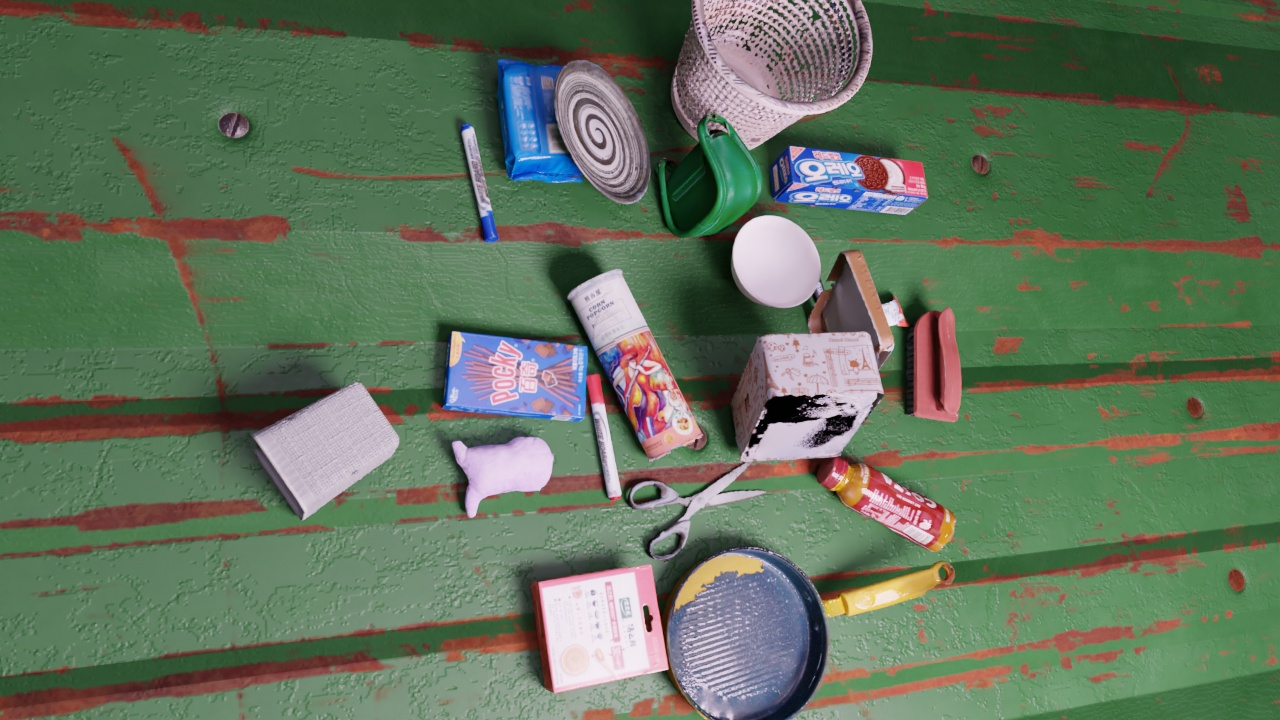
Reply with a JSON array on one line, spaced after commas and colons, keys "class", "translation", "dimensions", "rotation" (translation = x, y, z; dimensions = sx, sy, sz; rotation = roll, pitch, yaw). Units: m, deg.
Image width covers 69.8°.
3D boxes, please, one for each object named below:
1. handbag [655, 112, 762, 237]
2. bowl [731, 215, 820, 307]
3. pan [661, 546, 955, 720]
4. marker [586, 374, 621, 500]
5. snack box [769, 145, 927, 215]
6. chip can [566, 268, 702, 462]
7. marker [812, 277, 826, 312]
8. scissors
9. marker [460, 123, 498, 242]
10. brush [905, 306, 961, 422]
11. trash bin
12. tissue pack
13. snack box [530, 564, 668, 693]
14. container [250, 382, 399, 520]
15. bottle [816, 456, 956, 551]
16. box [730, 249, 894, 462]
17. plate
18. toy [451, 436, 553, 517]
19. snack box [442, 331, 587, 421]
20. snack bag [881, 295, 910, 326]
[{"class": "handbag", "translation": [0.075, -0.216, 1.105], "dimensions": [0.067, 0.132, 0.120], "rotation": [-17, 78, -31]}, {"class": "bowl", "translation": [0.156, -0.113, 1.139], "dimensions": [0.118, 0.065, 0.118], "rotation": [5, 74, -18]}, {"class": "pan", "translation": [0.194, 0.289, 1.040], "dimensions": [0.356, 0.078, 0.197], "rotation": [-12, 81, -21]}, {"class": "marker", "translation": [-0.042, 0.087, 1.046], "dimensions": [0.017, 0.017, 0.145], "rotation": [-7, 78, -20]}, {"class": "snack box", "translation": [0.277, -0.236, 1.218], "dimensions": [0.207, 0.057, 0.058], "rotation": [2, 72, -18]}, {"class": "chip can", "translation": [-0.006, 0.006, 1.050], "dimensions": [0.071, 0.071, 0.214], "rotation": [-25, 86, -23]}, {"class": "marker", "translation": [0.226, -0.102, 1.188], "dimensions": [0.018, 0.015, 0.124], "rotation": [-18, 84, -18]}, {"class": "scissors", "translation": [0.062, 0.165, 1.063], "dimensions": [0.170, 0.014, 0.159], "rotation": [27, 68, -12]}, {"class": "marker", "translation": [-0.189, -0.208, 1.073], "dimensions": [0.016, 0.017, 0.145], "rotation": [-10, 80, -21]}, {"class": "brush", "translation": [0.382, 0.004, 1.184], "dimensions": [0.063, 0.069, 0.145], "rotation": [9, 73, -18]}, {"class": "trash bin", "translation": [0.136, -0.363, 1.128], "dimensions": [0.227, 0.192, 0.227], "rotation": [5, 75, -18]}, {"class": "tissue pack", "translation": [-0.122, -0.285, 1.096], "dimensions": [0.094, 0.052, 0.157], "rotation": [-4, 78, -23]}, {"class": "snack box", "translation": [-0.045, 0.283, 0.978], "dimensions": [0.127, 0.044, 0.113], "rotation": [-5, 77, -19]}, {"class": "container", "translation": [-0.312, 0.087, 0.916], "dimensions": [0.114, 0.090, 0.090], "rotation": [-35, 89, -27]}, {"class": "bottle", "translation": [0.297, 0.171, 1.117], "dimensions": [0.175, 0.058, 0.057], "rotation": [29, 69, -10]}, {"class": "box", "translation": [0.189, -0.008, 1.057], "dimensions": [0.157, 0.183, 0.192], "rotation": [-3, 61, -9]}, {"class": "plate", "translation": [-0.049, -0.269, 1.096], "dimensions": [0.179, 0.024, 0.179], "rotation": [28, 54, -46]}, {"class": "toy", "translation": [-0.144, 0.119, 0.991], "dimensions": [0.107, 0.039, 0.084], "rotation": [-10, 94, -26]}, {"class": "snack box", "translation": [-0.138, 0.019, 1.025], "dimensions": [0.157, 0.026, 0.084], "rotation": [6, 75, -17]}, {"class": "snack bag", "translation": [0.305, -0.056, 1.197], "dimensions": [0.104, 0.026, 0.048], "rotation": [-16, 75, -21]}]
